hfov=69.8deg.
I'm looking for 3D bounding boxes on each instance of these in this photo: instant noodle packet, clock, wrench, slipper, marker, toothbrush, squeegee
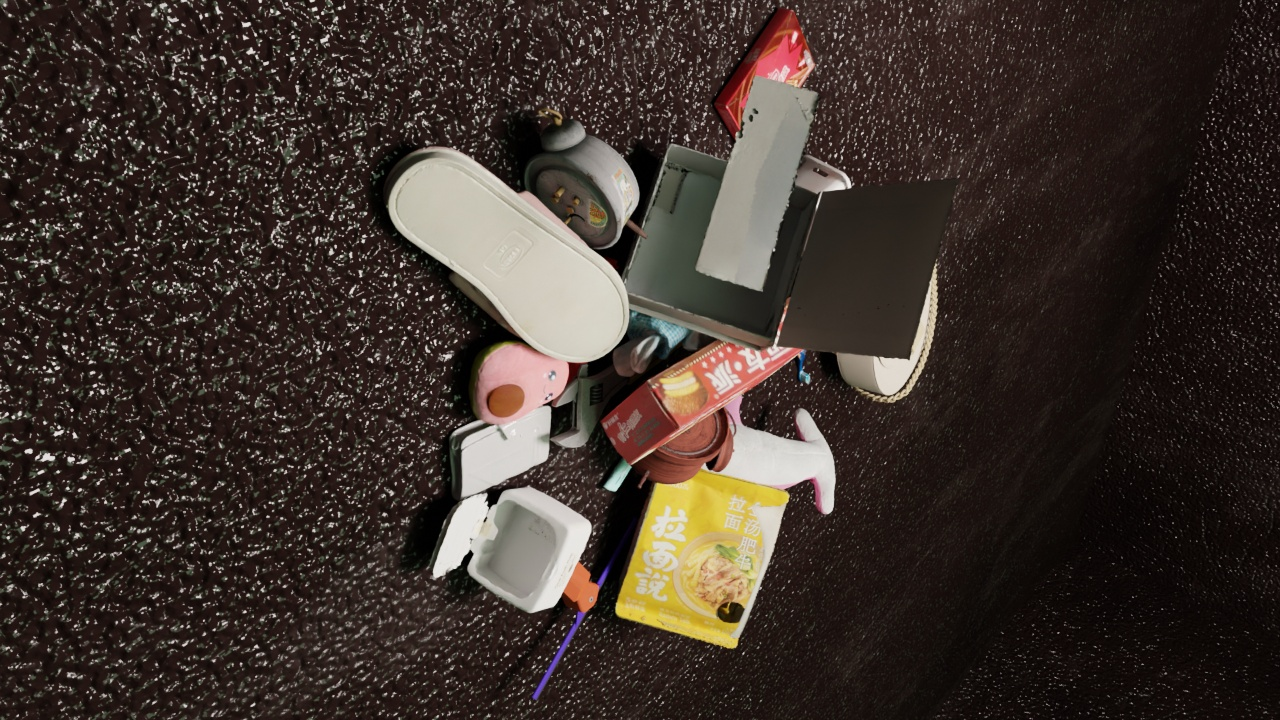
[{"bbox_3d":[0.073,0.231,1.129,0.084,0.163,0.222,-76,-178,-63],"label":"instant noodle packet"},{"bbox_3d":[0.047,0.079,1.058,0.157,0.120,0.072,-15,150,-31],"label":"clock"},{"bbox_3d":[-0.006,0.006,1.013,0.272,0.018,0.084,-36,129,-41],"label":"wrench"},{"bbox_3d":[-0.110,-0.090,0.808,0.114,0.054,0.274,-40,131,10],"label":"slipper"},{"bbox_3d":[-0.054,-0.037,0.953,0.023,0.021,0.145,14,103,-22],"label":"marker"},{"bbox_3d":[-0.056,-0.160,0.810,0.056,0.104,0.148,-52,137,-29],"label":"clock"},{"bbox_3d":[0.226,-0.013,1.303,0.021,0.017,0.135,-45,141,-24],"label":"toothbrush"},{"bbox_3d":[-0.090,0.249,1.061,0.249,0.055,0.185,-58,136,-25],"label":"squeegee"}]

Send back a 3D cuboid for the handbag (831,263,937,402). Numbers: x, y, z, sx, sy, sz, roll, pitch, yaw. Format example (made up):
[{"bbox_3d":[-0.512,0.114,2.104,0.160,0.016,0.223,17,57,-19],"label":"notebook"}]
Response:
[{"bbox_3d":[0.366,-0.061,1.381,0.210,0.103,0.209,-58,142,-20],"label":"handbag"}]

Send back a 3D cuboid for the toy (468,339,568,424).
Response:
[{"bbox_3d":[-0.116,0.016,0.888,0.109,0.051,0.090,-17,125,-45],"label":"toy"}]

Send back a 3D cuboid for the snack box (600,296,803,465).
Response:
[{"bbox_3d":[0.078,0.020,0.986,0.235,0.060,0.113,-29,172,-36],"label":"snack box"}]

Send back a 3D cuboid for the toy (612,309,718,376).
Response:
[{"bbox_3d":[0.055,-0.041,0.995,0.205,0.131,0.106,-43,144,-23],"label":"toy"}]

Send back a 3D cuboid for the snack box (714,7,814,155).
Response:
[{"bbox_3d":[0.138,-0.305,1.009,0.133,0.021,0.089,-56,144,-7],"label":"snack box"}]

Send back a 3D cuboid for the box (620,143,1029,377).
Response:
[{"bbox_3d":[0.156,-0.093,0.855,0.150,0.370,0.166,26,78,-53],"label":"box"}]

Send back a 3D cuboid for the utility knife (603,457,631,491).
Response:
[{"bbox_3d":[-0.004,0.103,1.108,0.128,0.015,0.022,-56,140,-13],"label":"utility knife"}]

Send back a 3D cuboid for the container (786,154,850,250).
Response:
[{"bbox_3d":[0.221,-0.183,1.143,0.049,0.081,0.129,-37,138,-13],"label":"container"}]

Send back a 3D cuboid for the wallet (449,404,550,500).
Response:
[{"bbox_3d":[-0.138,0.091,0.927,0.116,0.032,0.086,-28,134,-37],"label":"wallet"}]

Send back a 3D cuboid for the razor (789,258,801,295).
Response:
[{"bbox_3d":[0.239,-0.094,1.245,0.140,0.053,0.063,28,58,-60],"label":"razor"}]

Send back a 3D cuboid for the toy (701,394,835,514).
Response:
[{"bbox_3d":[0.134,0.139,1.211,0.265,0.186,0.128,3,150,-28],"label":"toy"}]

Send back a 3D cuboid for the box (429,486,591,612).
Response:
[{"bbox_3d":[-0.141,0.186,0.925,0.109,0.124,0.136,-64,160,2],"label":"box"}]
